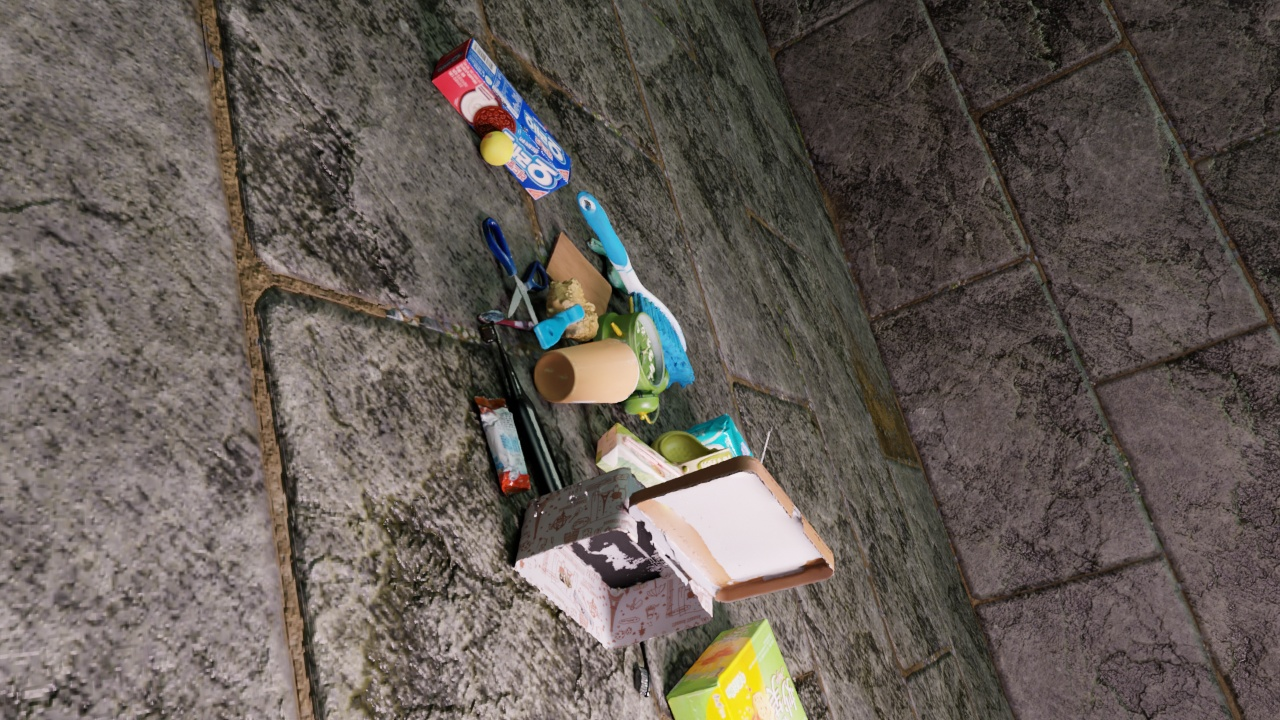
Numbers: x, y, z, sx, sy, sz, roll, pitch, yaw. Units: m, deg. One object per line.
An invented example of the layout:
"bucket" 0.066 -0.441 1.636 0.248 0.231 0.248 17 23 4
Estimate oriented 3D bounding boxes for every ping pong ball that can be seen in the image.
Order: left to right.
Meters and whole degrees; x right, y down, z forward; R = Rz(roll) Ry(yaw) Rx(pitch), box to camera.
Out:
"ping pong ball" -0.174 -0.257 1.112 0.040 0.040 0.040 46 31 -38

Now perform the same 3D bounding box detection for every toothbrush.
"toothbrush" -0.121 0.057 0.957 0.212 0.027 0.026 67 -21 5
"toothbrush" -0.124 -0.041 1.050 0.187 0.017 0.016 8 61 -62
"toothbrush" -0.005 0.277 1.016 0.016 0.014 0.189 17 48 -30

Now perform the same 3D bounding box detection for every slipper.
"slipper" 0.080 0.145 1.156 0.190 0.091 0.082 48 -34 36

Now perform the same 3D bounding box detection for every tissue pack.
"tissue pack" 0.108 0.146 1.273 0.133 0.093 0.050 58 21 -18

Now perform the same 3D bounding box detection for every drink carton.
"drink carton" 0.006 0.131 1.086 0.122 0.046 0.053 40 21 -17

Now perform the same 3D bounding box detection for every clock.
"clock" -0.007 0.007 1.187 0.115 0.056 0.161 -60 134 -60

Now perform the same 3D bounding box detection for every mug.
"mug" -0.065 0.016 1.059 0.122 0.078 0.078 -6 74 -60

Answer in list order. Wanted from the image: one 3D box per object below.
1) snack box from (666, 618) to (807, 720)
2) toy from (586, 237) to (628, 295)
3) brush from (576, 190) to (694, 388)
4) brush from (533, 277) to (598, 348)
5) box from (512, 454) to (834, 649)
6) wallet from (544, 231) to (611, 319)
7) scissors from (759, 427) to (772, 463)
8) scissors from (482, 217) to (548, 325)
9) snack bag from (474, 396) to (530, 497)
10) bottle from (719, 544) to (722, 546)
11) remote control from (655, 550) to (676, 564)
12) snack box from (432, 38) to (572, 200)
"snack box" 0.122 0.418 1.082 0.209 0.070 0.157 -13 80 -66
"toy" -0.039 -0.137 1.308 0.096 0.030 0.091 24 42 -47
"brush" -0.008 -0.089 1.257 0.314 0.061 0.109 53 26 -43
"brush" -0.085 -0.045 1.006 0.254 0.046 0.083 -73 139 -80
"box" 0.033 0.178 0.877 0.177 0.260 0.082 50 30 -33
"wallet" -0.081 -0.100 1.195 0.115 0.020 0.101 50 29 -26
"scissors" 0.144 0.185 1.239 0.148 0.022 0.235 5 102 -80
"scissors" -0.139 -0.093 1.052 0.174 0.012 0.162 60 17 0
"snack bag" -0.134 0.084 0.902 0.045 0.026 0.105 4 64 -54
"bottle" 0.077 0.229 1.171 0.068 0.068 0.196 56 29 -22
"remote control" 0.014 0.206 1.080 0.056 0.019 0.135 7 50 -61
"snack box" -0.166 -0.296 1.143 0.207 0.058 0.057 48 30 -36
